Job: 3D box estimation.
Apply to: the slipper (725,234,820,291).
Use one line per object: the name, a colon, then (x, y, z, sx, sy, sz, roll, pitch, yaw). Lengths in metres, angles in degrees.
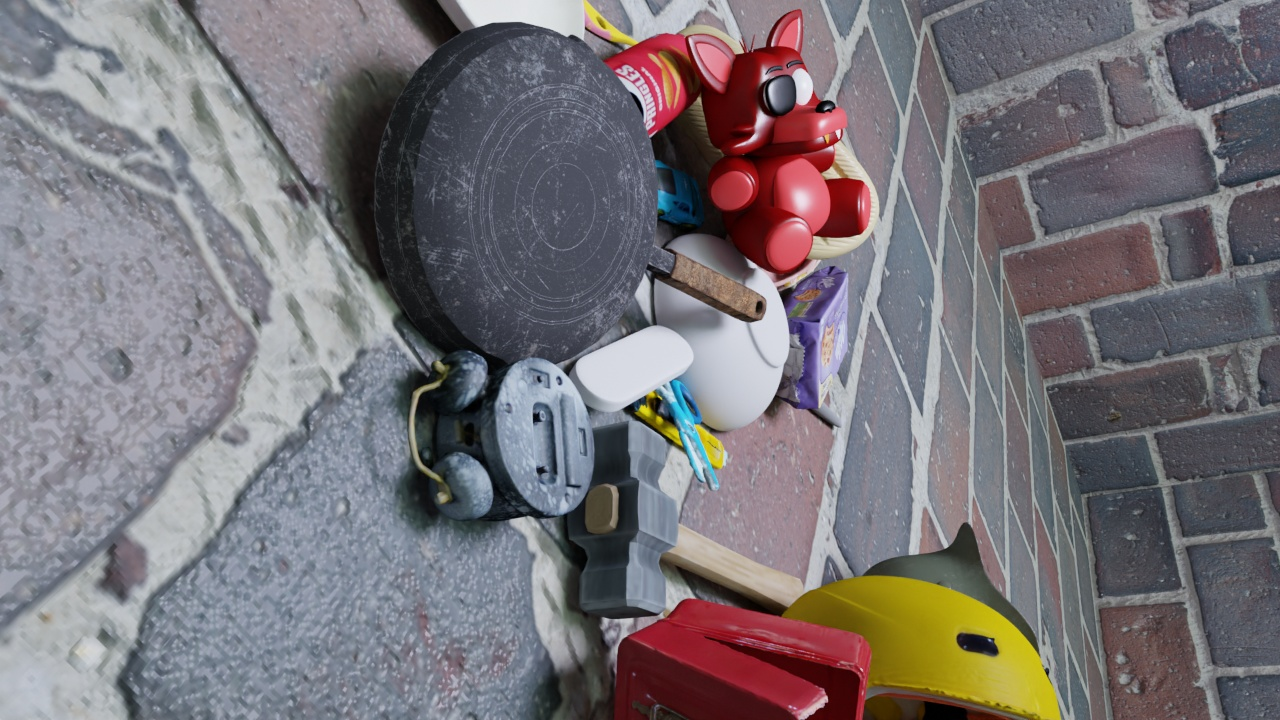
slipper: (0.153, -0.117, 0.945, 0.196, 0.082, 0.093, -36, 110, -57)

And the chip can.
chip can: (-0.014, -0.194, 0.693, 0.073, 0.073, 0.232, 65, 30, -18)

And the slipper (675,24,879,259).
slipper: (0.112, -0.201, 0.876, 0.261, 0.111, 0.079, 46, -3, -10)

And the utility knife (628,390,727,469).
utility knife: (0.032, 0.053, 0.724, 0.155, 0.017, 0.030, 41, 48, -50)

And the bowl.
bowl: (0.083, -0.030, 0.795, 0.176, 0.066, 0.176, 33, 50, -51)

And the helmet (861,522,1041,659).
helmet: (0.271, 0.287, 0.879, 0.227, 0.154, 0.267, 73, 20, -64)

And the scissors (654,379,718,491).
scissors: (0.037, 0.051, 0.675, 0.083, 0.015, 0.140, 41, 15, -42)

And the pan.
pan: (-0.007, -0.074, 0.588, 0.356, 0.040, 0.207, 17, 86, -48)

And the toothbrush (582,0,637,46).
toothbrush: (-0.029, -0.278, 0.767, 0.135, 0.016, 0.021, 14, 67, -55)

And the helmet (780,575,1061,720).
helmet: (0.201, 0.236, 0.710, 0.209, 0.241, 0.139, 29, 46, -26)

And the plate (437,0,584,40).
plate: (-0.103, -0.272, 0.613, 0.182, 0.034, 0.182, 33, 50, -51)

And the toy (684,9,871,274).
toy: (0.115, -0.184, 0.769, 0.158, 0.121, 0.197, -28, 112, -36)

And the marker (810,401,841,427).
marker: (0.193, 0.047, 1.009, 0.138, 0.016, 0.022, 35, 25, -51)

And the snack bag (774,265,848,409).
snack bag: (0.177, -0.028, 0.954, 0.204, 0.058, 0.096, -44, 134, -61)

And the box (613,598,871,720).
box: (0.057, 0.229, 0.532, 0.122, 0.137, 0.157, -11, 109, -54)

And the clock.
clock: (-0.076, 0.043, 0.499, 0.129, 0.052, 0.090, 21, 60, -57)

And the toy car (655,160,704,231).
toy car: (0.031, -0.143, 0.792, 0.105, 0.032, 0.048, 10, 68, -60)

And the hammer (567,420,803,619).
hammer: (0.054, 0.151, 0.688, 0.322, 0.051, 0.117, 37, 46, -52)

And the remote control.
remote control: (-0.004, 0.004, 0.654, 0.043, 0.013, 0.136, 44, 32, 13)
